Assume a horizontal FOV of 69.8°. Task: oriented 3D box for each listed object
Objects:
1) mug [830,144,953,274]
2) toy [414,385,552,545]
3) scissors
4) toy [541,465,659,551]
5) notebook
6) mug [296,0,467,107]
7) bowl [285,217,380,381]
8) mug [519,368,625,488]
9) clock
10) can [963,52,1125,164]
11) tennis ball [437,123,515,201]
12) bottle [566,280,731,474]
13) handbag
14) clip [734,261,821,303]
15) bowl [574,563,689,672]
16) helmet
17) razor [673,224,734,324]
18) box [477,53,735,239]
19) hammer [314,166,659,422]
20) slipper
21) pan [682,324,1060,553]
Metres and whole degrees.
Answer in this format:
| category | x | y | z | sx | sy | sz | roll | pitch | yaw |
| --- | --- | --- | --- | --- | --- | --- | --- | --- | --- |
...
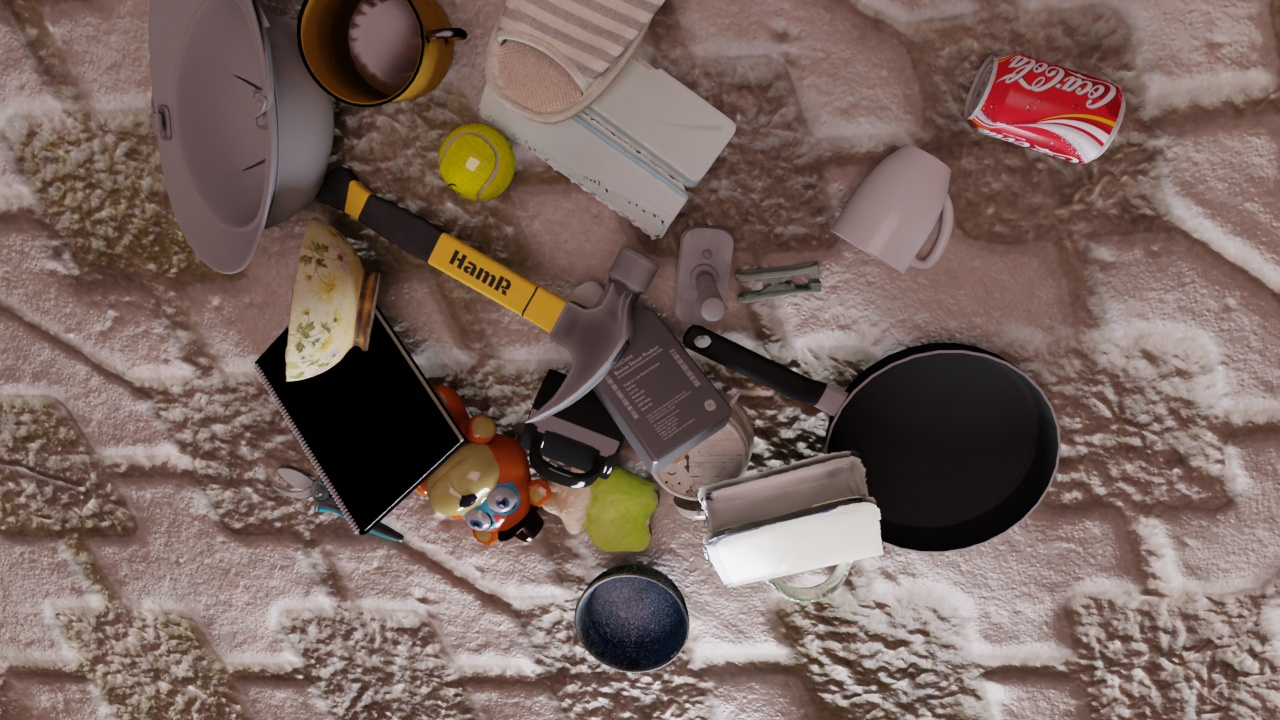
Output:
| category | x | y | z | sx | sy | sz | roll | pitch | yaw |
| --- | --- | --- | --- | --- | --- | --- | --- | --- | --- |
| mug | 0.226 | -0.122 | 0.766 | 0.107 | 0.071 | 0.089 | 24 | 104 | -31 |
| toy | -0.161 | 0.105 | 0.882 | 0.176 | 0.096 | 0.112 | 41 | 110 | -20 |
| scissors | -0.300 | 0.145 | 0.947 | 0.156 | 0.019 | 0.124 | -23 | 104 | 16 |
| toy | -0.042 | 0.141 | 0.900 | 0.118 | 0.043 | 0.092 | 14 | 114 | 6 |
| notebook | -0.269 | 0.038 | 0.862 | 0.149 | 0.016 | 0.206 | -42 | 75 | 18 |
| mug | -0.199 | -0.261 | 0.748 | 0.124 | 0.094 | 0.100 | -2 | 107 | 7 |
| bowl | -0.264 | -0.049 | 0.800 | 0.063 | 0.145 | 0.145 | 8 | 111 | -14 |
| mug | -0.061 | 0.070 | 0.839 | 0.088 | 0.113 | 0.078 | 21 | 128 | -1 |
| clock | 0.055 | 0.102 | 0.863 | 0.103 | 0.061 | 0.157 | -1 | 107 | 7 |
| can | 0.316 | -0.199 | 0.721 | 0.105 | 0.064 | 0.064 | 18 | 111 | 1 |
| tennis ball | -0.140 | -0.170 | 0.788 | 0.065 | 0.065 | 0.065 | 2 | 110 | 6 |
| bottle | -0.005 | 0.005 | 0.811 | 0.083 | 0.046 | 0.174 | -33 | 74 | -13 |
| handbag | 0.140 | 0.160 | 0.826 | 0.151 | 0.073 | 0.176 | -16 | 134 | 9 |
| clip | 0.122 | -0.069 | 0.815 | 0.076 | 0.023 | 0.043 | -6 | 107 | 7 |
| bowl | -0.006 | 0.250 | 0.925 | 0.114 | 0.060 | 0.114 | 2 | 108 | 6 |
| helmet | -0.316 | -0.213 | 0.775 | 0.184 | 0.117 | 0.271 | 7 | 103 | 37 |
| razor | 0.057 | -0.059 | 0.776 | 0.047 | 0.116 | 0.088 | 5 | 110 | -2 |
| box | -0.031 | -0.205 | 0.777 | 0.197 | 0.074 | 0.127 | 36 | 129 | -3 |
| hammer | -0.153 | -0.080 | 0.799 | 0.324 | 0.034 | 0.170 | 30 | 98 | 13 |
| slipper | -0.027 | -0.310 | 0.707 | 0.114 | 0.054 | 0.273 | 33 | 95 | -7 |
| pan | 0.200 | 0.047 | 0.824 | 0.355 | 0.044 | 0.204 | 26 | 112 | -6 |
